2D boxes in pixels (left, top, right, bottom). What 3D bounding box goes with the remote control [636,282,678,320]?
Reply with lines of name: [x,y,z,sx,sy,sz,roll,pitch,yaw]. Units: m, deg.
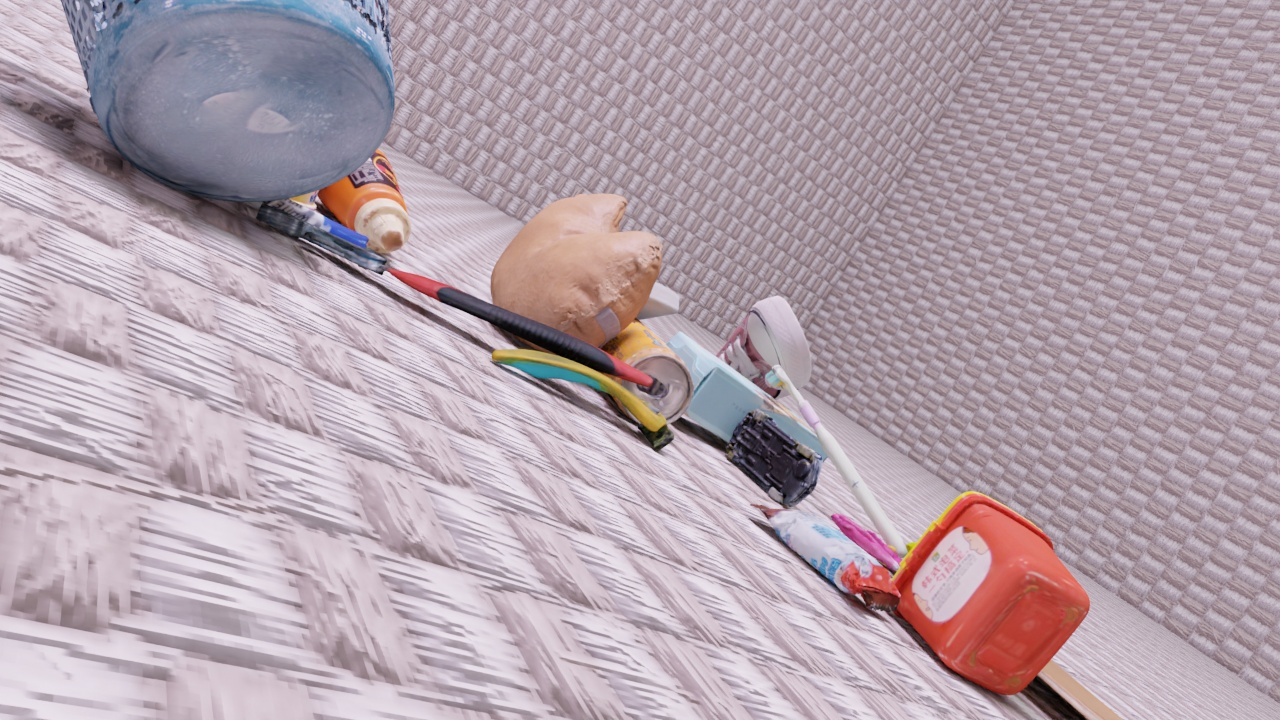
remote control: [-0.038,-0.048,0.806,0.150,0.021,0.058,-7,-19,42]

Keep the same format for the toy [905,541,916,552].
toy: [0.254,0.171,0.723,0.097,0.031,0.100,27,-10,22]

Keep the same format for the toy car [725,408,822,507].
toy car: [0.108,0.078,0.730,0.031,0.049,0.105,25,9,-32]

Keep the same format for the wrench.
wrench: [-0.114,-0.039,0.601,0.273,0.016,0.056,24,1,-15]

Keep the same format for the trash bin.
trash bin: [-0.235,-0.210,0.527,0.226,0.227,0.195,23,44,-57]

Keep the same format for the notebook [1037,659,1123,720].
notebook: [0.284,0.216,0.607,0.147,0.008,0.207,35,3,-28]

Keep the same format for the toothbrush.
toothbrush: [0.164,0.084,0.770,0.189,0.020,0.029,57,-11,19]

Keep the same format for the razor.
razor: [-0.037,0.019,0.604,0.132,0.028,0.043,27,11,-23]

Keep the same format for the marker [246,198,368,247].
marker: [-0.247,-0.106,0.604,0.145,0.017,0.017,27,7,-37]

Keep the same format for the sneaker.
sneaker: [0.102,0.013,0.939,0.118,0.087,0.241,64,-15,14]

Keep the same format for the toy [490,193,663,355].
toy: [-0.065,-0.083,0.755,0.082,0.143,0.226,60,-1,-33]

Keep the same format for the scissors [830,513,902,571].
scissors: [0.189,0.153,0.675,0.108,0.017,0.135,37,5,-22]

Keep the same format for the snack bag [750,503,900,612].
snack bag: [0.112,0.114,0.554,0.045,0.026,0.105,15,14,-38]

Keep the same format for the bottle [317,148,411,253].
bottle: [-0.218,-0.126,0.738,0.066,0.067,0.149,26,15,-41]

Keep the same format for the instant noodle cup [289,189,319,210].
instant noodle cup: [-0.277,-0.183,0.701,0.111,0.099,0.111,33,6,-4]

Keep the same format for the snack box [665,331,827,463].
snack box: [0.090,0.045,0.818,0.174,0.052,0.074,34,8,-35]

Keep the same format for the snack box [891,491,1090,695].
snack box: [0.199,0.135,0.529,0.082,0.091,0.080,30,13,-15]

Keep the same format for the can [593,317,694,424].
can: [-0.004,0.004,0.723,0.058,0.058,0.146,29,6,-19]
